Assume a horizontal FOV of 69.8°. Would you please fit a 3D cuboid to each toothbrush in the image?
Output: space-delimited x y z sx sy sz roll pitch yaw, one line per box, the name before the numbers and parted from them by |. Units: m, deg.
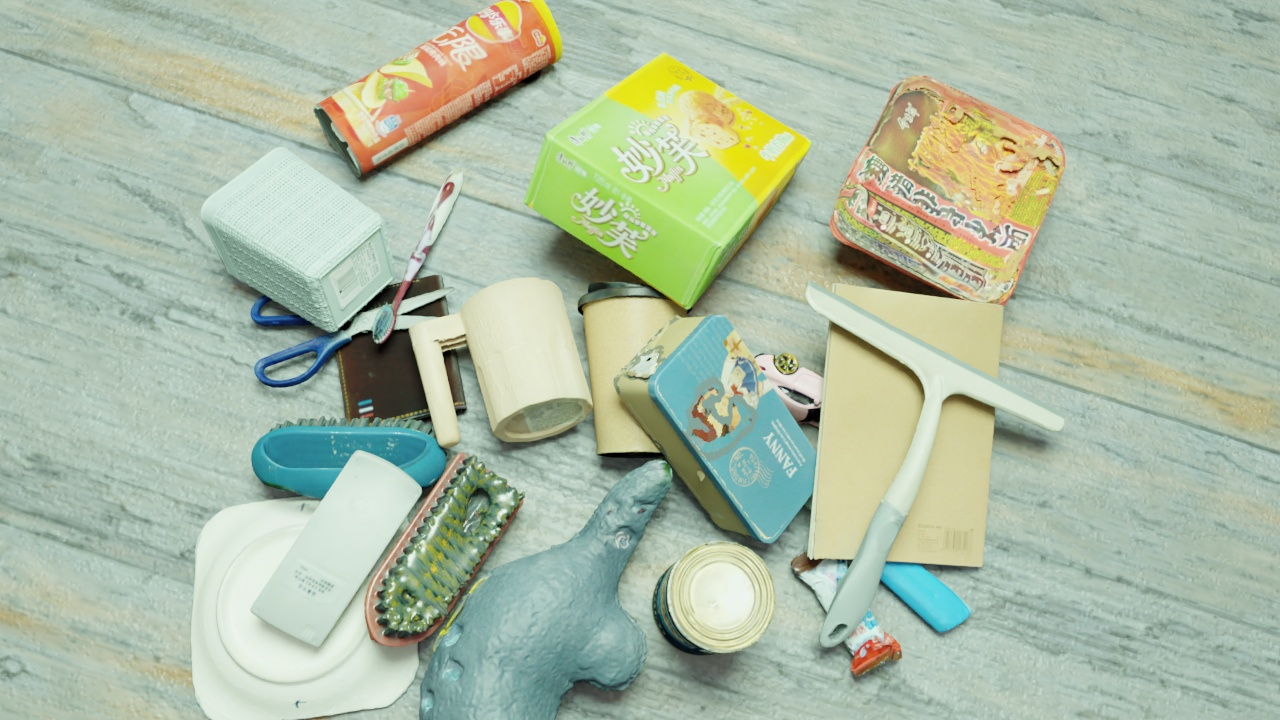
toothbrush | -0.184 -0.093 0.762 0.016 0.017 0.187 13 59 6

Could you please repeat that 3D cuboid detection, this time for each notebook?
notebook | 0.210 0.053 0.716 0.149 0.012 0.211 6 88 -14

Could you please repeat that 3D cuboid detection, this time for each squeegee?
squeegee | 0.189 0.101 0.684 0.246 0.039 0.246 26 83 -12

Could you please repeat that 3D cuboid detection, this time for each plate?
plate | -0.251 0.179 0.677 0.164 0.034 0.163 -6 73 -6

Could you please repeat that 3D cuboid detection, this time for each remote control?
remote control | -0.212 0.131 0.645 0.056 0.019 0.135 33 86 -13

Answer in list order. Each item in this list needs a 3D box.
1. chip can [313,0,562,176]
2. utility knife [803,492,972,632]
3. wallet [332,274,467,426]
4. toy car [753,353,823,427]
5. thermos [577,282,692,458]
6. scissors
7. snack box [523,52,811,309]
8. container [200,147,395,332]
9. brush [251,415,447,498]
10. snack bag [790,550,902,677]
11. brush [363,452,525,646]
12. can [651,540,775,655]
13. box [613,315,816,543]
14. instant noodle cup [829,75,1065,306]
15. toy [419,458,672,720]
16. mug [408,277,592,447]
chip can | -0.173 -0.244 0.802 0.216 0.073 0.073 -36 78 -14
utility knife | 0.188 0.153 0.729 0.166 0.018 0.034 41 60 10
wallet | -0.199 -0.006 0.750 0.096 0.020 0.122 -12 71 -8
toy car | 0.139 0.034 0.744 0.122 0.056 0.037 26 68 4
thermos | -0.004 0.004 0.729 0.093 0.093 0.143 1 81 -5
scissors | -0.237 -0.036 0.746 0.147 0.012 0.169 42 72 17
snack box | 0.029 -0.154 0.744 0.157 0.070 0.209 33 44 6
container | -0.261 -0.091 0.720 0.111 0.090 0.089 31 60 15
brush | -0.219 0.077 0.688 0.144 0.073 0.055 2 110 -3
snack bag | 0.159 0.190 0.709 0.045 0.026 0.105 -29 75 -4
brush | -0.148 0.142 0.668 0.063 0.069 0.145 39 59 -13
can | 0.050 0.173 0.661 0.075 0.111 0.075 1 72 -4
box | 0.064 0.056 0.690 0.089 0.059 0.184 -48 113 -23
instant noodle cup | 0.261 -0.141 0.798 0.164 0.079 0.188 28 73 4
toy | -0.079 0.221 0.640 0.138 0.091 0.355 15 67 21
mug | -0.108 0.006 0.711 0.124 0.084 0.103 -15 67 -10
